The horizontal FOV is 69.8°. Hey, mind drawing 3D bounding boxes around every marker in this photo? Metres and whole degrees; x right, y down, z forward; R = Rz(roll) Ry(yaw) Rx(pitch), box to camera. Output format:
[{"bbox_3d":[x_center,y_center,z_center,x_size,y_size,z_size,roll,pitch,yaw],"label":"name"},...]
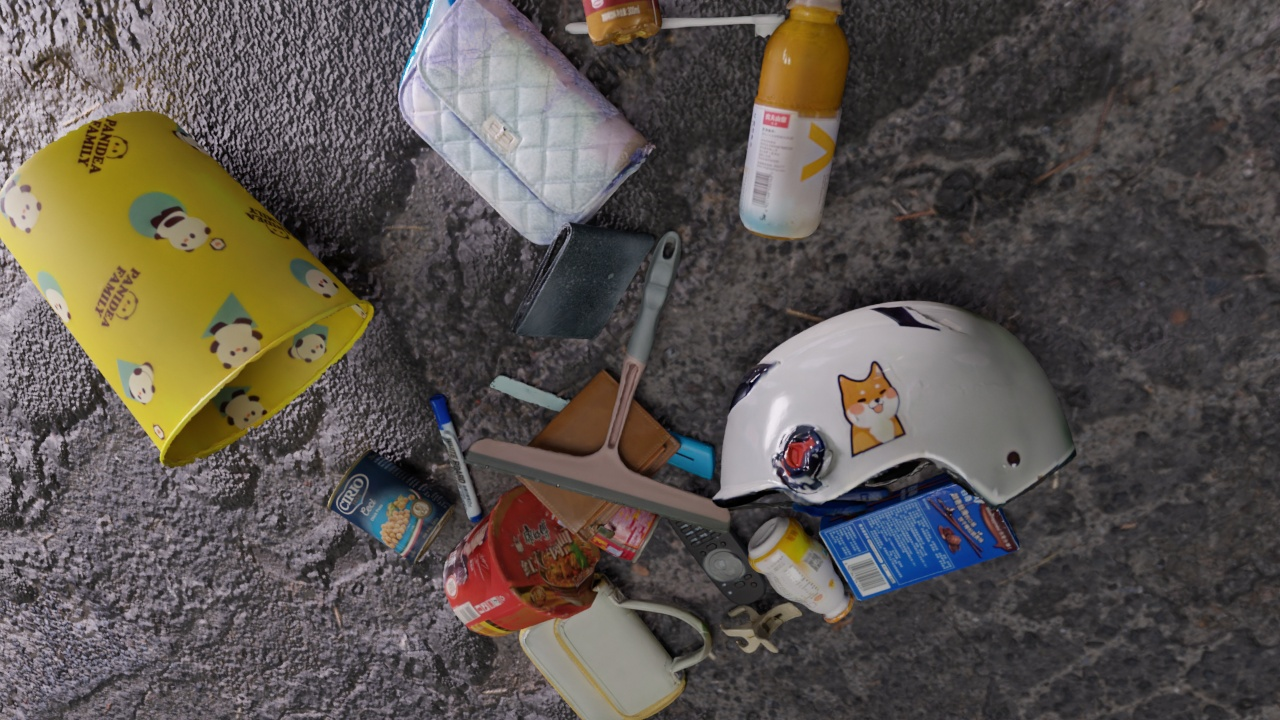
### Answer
[{"bbox_3d":[-0.191,0.104,0.958,0.017,0.016,0.146,-7,110,19],"label":"marker"}]

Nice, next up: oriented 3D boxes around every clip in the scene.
[{"bbox_3d":[0.117,0.265,0.905,0.034,0.071,0.100,46,150,-7],"label":"clip"}]

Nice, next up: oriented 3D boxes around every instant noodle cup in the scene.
[{"bbox_3d":[-0.126,0.208,0.923,0.109,0.137,0.138,-36,99,34],"label":"instant noodle cup"}]

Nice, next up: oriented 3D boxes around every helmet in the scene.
[{"bbox_3d":[0.187,0.035,0.721,0.275,0.229,0.156,-6,83,28],"label":"helmet"}]

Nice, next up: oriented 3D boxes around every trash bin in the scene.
[{"bbox_3d":[-0.420,-0.071,0.845,0.230,0.229,0.255,-41,91,27],"label":"trash bin"}]

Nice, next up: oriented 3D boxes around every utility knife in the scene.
[{"bbox_3d":[-0.038,0.060,0.895,0.238,0.018,0.034,20,117,9],"label":"utility knife"}]

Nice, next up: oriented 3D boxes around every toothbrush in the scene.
[{"bbox_3d":[0.026,-0.267,0.737,0.180,0.016,0.016,4,119,14],"label":"toothbrush"}]

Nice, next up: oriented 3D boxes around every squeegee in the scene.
[{"bbox_3d":[-0.005,0.005,0.827,0.247,0.040,0.250,16,97,-1],"label":"squeegee"}]

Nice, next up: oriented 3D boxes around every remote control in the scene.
[{"bbox_3d":[0.076,0.184,0.909,0.053,0.024,0.136,-31,102,24],"label":"remote control"}]

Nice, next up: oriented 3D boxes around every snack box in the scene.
[{"bbox_3d":[0.254,0.160,0.845,0.157,0.026,0.084,-26,103,24],"label":"snack box"}]

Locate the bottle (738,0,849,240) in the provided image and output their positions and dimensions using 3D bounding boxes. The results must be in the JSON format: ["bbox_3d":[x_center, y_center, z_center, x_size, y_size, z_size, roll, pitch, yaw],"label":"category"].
[{"bbox_3d":[0.121,-0.191,0.711,0.068,0.067,0.190,12,115,11],"label":"bottle"}]

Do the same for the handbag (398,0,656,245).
[{"bbox_3d":[-0.099,-0.198,0.769,0.194,0.075,0.134,43,117,-5],"label":"handbag"}]

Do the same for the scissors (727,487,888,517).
[{"bbox_3d":[0.145,0.131,0.832,0.162,0.164,0.012,-8,89,-9],"label":"scissors"}]

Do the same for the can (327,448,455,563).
[{"bbox_3d":[-0.260,0.154,0.967,0.111,0.075,0.075,33,117,0],"label":"can"}]

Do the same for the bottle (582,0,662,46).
[{"bbox_3d":[-0.027,-0.333,0.693,0.057,0.057,0.175,-8,101,19],"label":"bottle"}]

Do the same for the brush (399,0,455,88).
[{"bbox_3d":[-0.150,-0.361,0.730,0.109,0.060,0.315,41,120,-7],"label":"brush"}]

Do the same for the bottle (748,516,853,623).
[{"bbox_3d":[0.154,0.201,0.871,0.108,0.063,0.063,45,117,-7],"label":"bottle"}]

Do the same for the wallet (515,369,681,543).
[{"bbox_3d":[-0.039,0.094,0.859,0.119,0.035,0.130,45,85,3],"label":"wallet"}]

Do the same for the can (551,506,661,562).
[{"bbox_3d":[-0.032,0.150,0.903,0.094,0.066,0.067,29,117,3],"label":"can"}]

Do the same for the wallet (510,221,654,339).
[{"bbox_3d":[-0.051,-0.066,0.808,0.019,0.097,0.121,54,126,34],"label":"wallet"}]

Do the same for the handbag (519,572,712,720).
[{"bbox_3d":[-0.019,0.301,0.968,0.179,0.063,0.163,-31,104,22],"label":"handbag"}]
